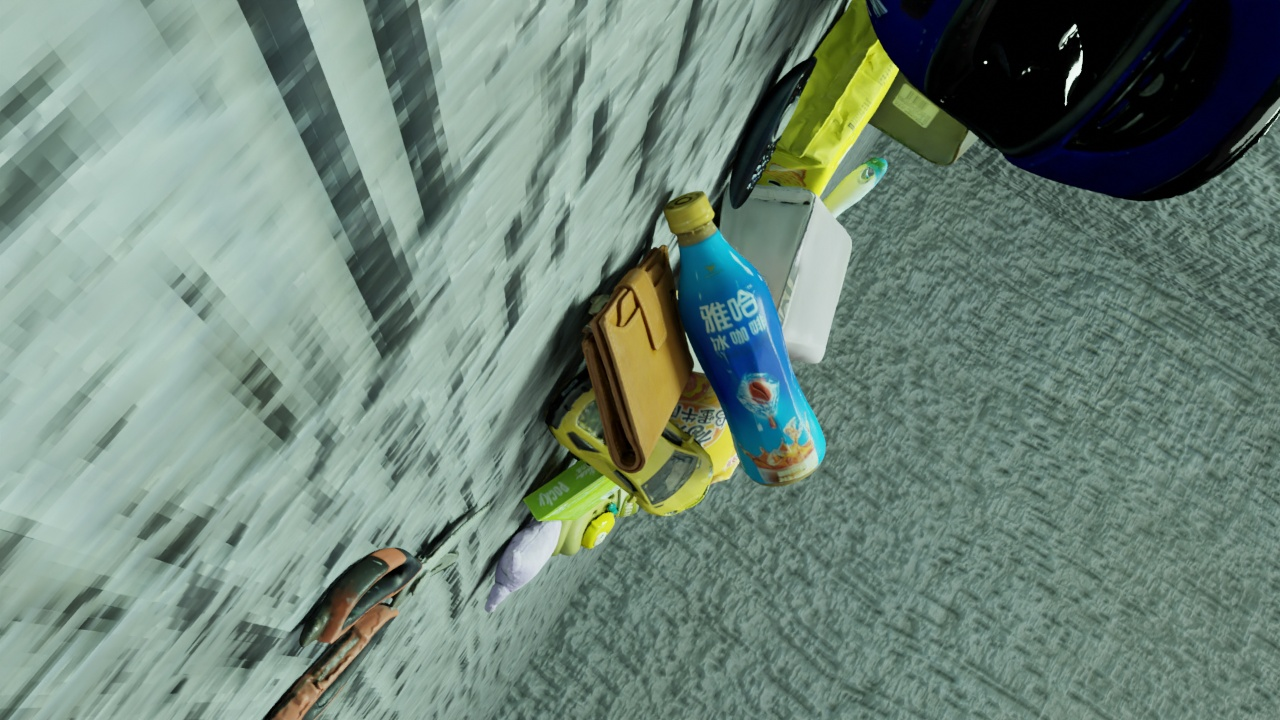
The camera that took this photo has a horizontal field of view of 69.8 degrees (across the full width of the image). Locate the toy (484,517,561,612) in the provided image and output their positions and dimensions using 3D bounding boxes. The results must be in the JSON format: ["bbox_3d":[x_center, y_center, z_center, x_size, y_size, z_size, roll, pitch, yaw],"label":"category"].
[{"bbox_3d":[-0.107,0.183,0.867,0.084,0.039,0.107,-61,175,29],"label":"toy"}]

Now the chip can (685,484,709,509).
[{"bbox_3d":[0.035,0.097,1.086,0.073,0.072,0.221,-59,-169,14],"label":"chip can"}]

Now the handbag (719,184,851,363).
[{"bbox_3d":[0.131,-0.077,0.869,0.196,0.098,0.145,10,87,-67],"label":"handbag"}]

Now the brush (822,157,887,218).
[{"bbox_3d":[0.161,-0.119,1.035,0.315,0.060,0.109,-41,172,28],"label":"brush"}]

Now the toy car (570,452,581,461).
[{"bbox_3d":[-0.038,0.080,0.914,0.048,0.032,0.105,-58,175,2],"label":"toy car"}]

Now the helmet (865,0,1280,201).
[{"bbox_3d":[0.266,-0.259,0.592,0.248,0.240,0.314,-62,-178,43],"label":"helmet"}]

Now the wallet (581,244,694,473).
[{"bbox_3d":[0.002,-0.006,0.603,0.131,0.031,0.108,-57,139,-59],"label":"wallet"}]

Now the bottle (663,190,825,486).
[{"bbox_3d":[0.069,-0.014,0.640,0.065,0.219,0.065,-20,-156,9],"label":"bottle"}]

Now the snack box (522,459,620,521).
[{"bbox_3d":[-0.049,0.116,0.853,0.086,0.026,0.156,-36,168,2],"label":"snack box"}]

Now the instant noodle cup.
[{"bbox_3d":[0.035,0.016,0.752,0.137,0.138,0.110,-49,162,-49],"label":"instant noodle cup"}]

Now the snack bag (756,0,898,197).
[{"bbox_3d":[0.175,-0.223,0.888,0.158,0.068,0.246,-56,174,-4],"label":"snack bag"}]

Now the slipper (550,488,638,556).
[{"bbox_3d":[-0.036,0.137,0.995,0.190,0.081,0.092,-57,171,-26],"label":"slipper"}]

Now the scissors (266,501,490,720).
[{"bbox_3d":[-0.141,0.135,0.519,0.221,0.015,0.190,-54,172,-34],"label":"scissors"}]

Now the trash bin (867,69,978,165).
[{"bbox_3d":[0.330,-0.341,0.927,0.219,0.198,0.199,-50,164,-8],"label":"trash bin"}]

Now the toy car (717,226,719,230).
[{"bbox_3d":[0.085,-0.104,0.936,0.056,0.037,0.122,-62,162,-10],"label":"toy car"}]

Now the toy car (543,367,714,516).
[{"bbox_3d":[-0.002,0.062,0.670,0.071,0.156,0.041,-45,-150,2],"label":"toy car"}]

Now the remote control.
[{"bbox_3d":[0.098,-0.180,0.722,0.053,0.024,0.137,-47,167,-47],"label":"remote control"}]
